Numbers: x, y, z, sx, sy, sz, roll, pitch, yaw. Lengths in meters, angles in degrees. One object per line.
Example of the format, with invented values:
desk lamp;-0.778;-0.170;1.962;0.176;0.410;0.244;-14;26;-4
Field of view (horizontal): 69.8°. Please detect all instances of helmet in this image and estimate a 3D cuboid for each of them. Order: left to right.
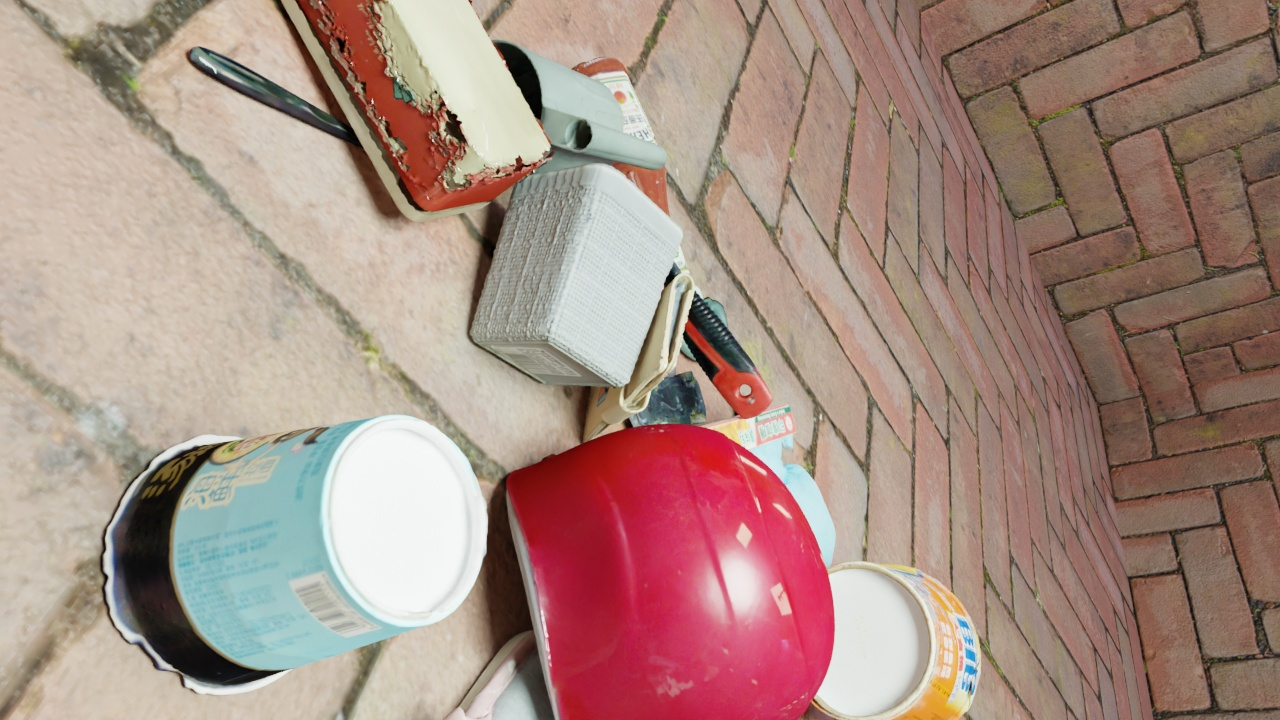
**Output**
helmet;0.044;0.133;0.553;0.240;0.144;0.206;32;32;-48

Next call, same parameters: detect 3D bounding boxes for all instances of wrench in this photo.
wrench;0.013;-0.075;0.676;0.273;0.056;0.016;59;23;5

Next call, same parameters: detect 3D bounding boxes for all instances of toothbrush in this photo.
toothbrush;-0.167;-0.131;0.519;0.181;0.018;0.015;21;60;-50

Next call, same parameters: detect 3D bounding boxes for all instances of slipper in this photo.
slipper;-0.080;0.226;0.432;0.114;0.055;0.273;65;30;-11

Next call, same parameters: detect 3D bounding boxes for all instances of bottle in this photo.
bottle;-0.004;-0.132;0.712;0.059;0.060;0.206;-11;78;-59

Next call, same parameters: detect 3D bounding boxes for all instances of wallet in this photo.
wallet;-0.004;0.004;0.615;0.024;0.115;0.087;29;51;-16

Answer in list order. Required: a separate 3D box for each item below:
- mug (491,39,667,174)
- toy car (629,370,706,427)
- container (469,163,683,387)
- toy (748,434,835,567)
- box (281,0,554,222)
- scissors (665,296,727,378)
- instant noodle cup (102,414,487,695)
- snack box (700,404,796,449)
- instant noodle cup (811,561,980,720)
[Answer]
mug;-0.054;-0.155;0.613;0.103;0.124;0.084;-6;117;-60
toy car;0.019;0.034;0.706;0.090;0.034;0.043;-10;85;-56
container;-0.042;-0.048;0.582;0.090;0.090;0.114;34;65;-43
toy;0.131;0.125;0.821;0.156;0.050;0.161;44;39;-21
box;-0.124;-0.173;0.524;0.168;0.080;0.091;60;31;-2
scissors;0.025;-0.064;0.783;0.169;0.019;0.173;4;69;-58
instant noodle cup;-0.130;0.071;0.369;0.111;0.121;0.111;33;49;-46
snack box;0.055;0.062;0.706;0.155;0.077;0.027;-8;81;-58
instant noodle cup;0.189;0.232;0.743;0.111;0.152;0.151;37;45;-55
